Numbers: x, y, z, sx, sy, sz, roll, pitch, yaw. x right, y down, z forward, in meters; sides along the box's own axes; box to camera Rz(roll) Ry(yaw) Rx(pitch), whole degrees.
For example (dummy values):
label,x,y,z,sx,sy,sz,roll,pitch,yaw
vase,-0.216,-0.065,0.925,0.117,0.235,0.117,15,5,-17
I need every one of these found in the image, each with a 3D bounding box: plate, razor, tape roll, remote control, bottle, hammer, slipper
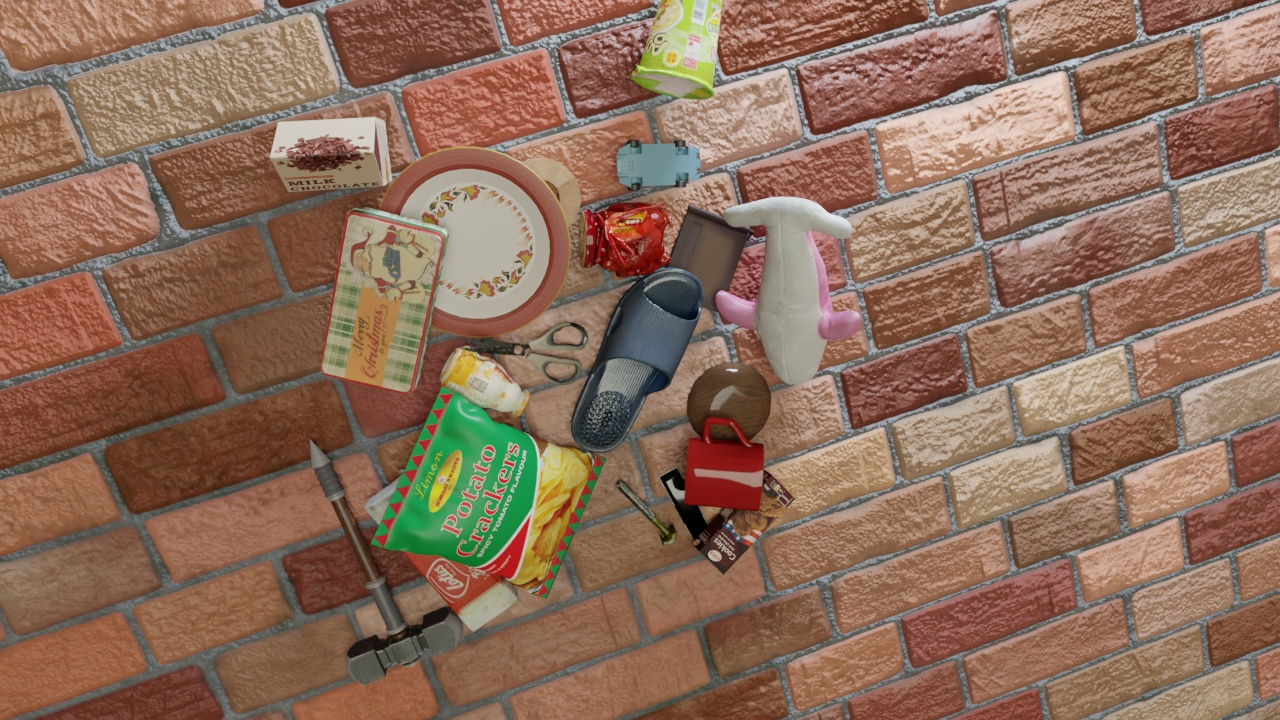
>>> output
label,x,y,z,sx,sy,sz,roll,pitch,yaw
plate,-0.197,-0.138,1.086,0.230,0.021,0.230,0,112,0
razor,0.006,0.199,1.221,0.026,0.042,0.106,-43,98,3
tape roll,-0.119,-0.195,1.102,0.094,0.027,0.094,-2,104,-11
remote control,0.065,0.202,1.241,0.028,0.012,0.124,-29,107,-3
bottle,-0.015,-0.147,1.095,0.111,0.099,0.099,-1,103,-11
bottle,-0.189,0.029,1.124,0.108,0.063,0.063,31,95,-18
hammer,-0.350,0.247,1.159,0.156,0.043,0.322,-21,104,-6
slipper,-0.007,0.007,1.138,0.101,0.082,0.264,26,102,-14

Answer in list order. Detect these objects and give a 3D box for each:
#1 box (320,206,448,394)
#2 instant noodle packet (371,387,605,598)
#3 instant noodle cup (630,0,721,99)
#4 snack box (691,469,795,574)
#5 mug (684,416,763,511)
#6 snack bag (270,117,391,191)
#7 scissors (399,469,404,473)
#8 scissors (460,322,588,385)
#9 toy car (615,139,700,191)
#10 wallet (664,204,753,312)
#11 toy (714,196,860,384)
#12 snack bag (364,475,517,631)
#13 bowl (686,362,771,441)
label,x,y,z,sx,sy,sz,roll,pitch,yaw
box,-0.298,-0.069,1.068,0.117,0.050,0.206,16,108,-6
instant noodle packet,-0.176,0.170,1.127,0.252,0.090,0.195,28,82,-33
instant noodle cup,0.050,-0.370,1.064,0.099,0.099,0.108,13,93,-14
snack box,0.139,0.217,1.241,0.141,0.032,0.051,-46,109,-4
mug,0.109,0.131,1.182,0.096,0.080,0.116,4,103,5
snack bag,-0.320,-0.217,0.964,0.094,0.206,0.070,-6,104,-10
scissors,-0.232,0.179,1.179,0.171,0.021,0.172,34,99,-19
scissors,-0.135,-0.022,1.126,0.169,0.012,0.132,41,83,-32
toy car,0.019,-0.239,1.119,0.107,0.027,0.060,-6,105,-20
wallet,0.083,-0.128,1.165,0.091,0.018,0.115,19,97,-14
toy,0.191,-0.094,1.139,0.187,0.127,0.266,9,132,24
snack bag,-0.250,0.244,1.166,0.077,0.041,0.225,-35,107,-1
bowl,0.121,0.062,1.209,0.117,0.030,0.118,-2,104,-11
